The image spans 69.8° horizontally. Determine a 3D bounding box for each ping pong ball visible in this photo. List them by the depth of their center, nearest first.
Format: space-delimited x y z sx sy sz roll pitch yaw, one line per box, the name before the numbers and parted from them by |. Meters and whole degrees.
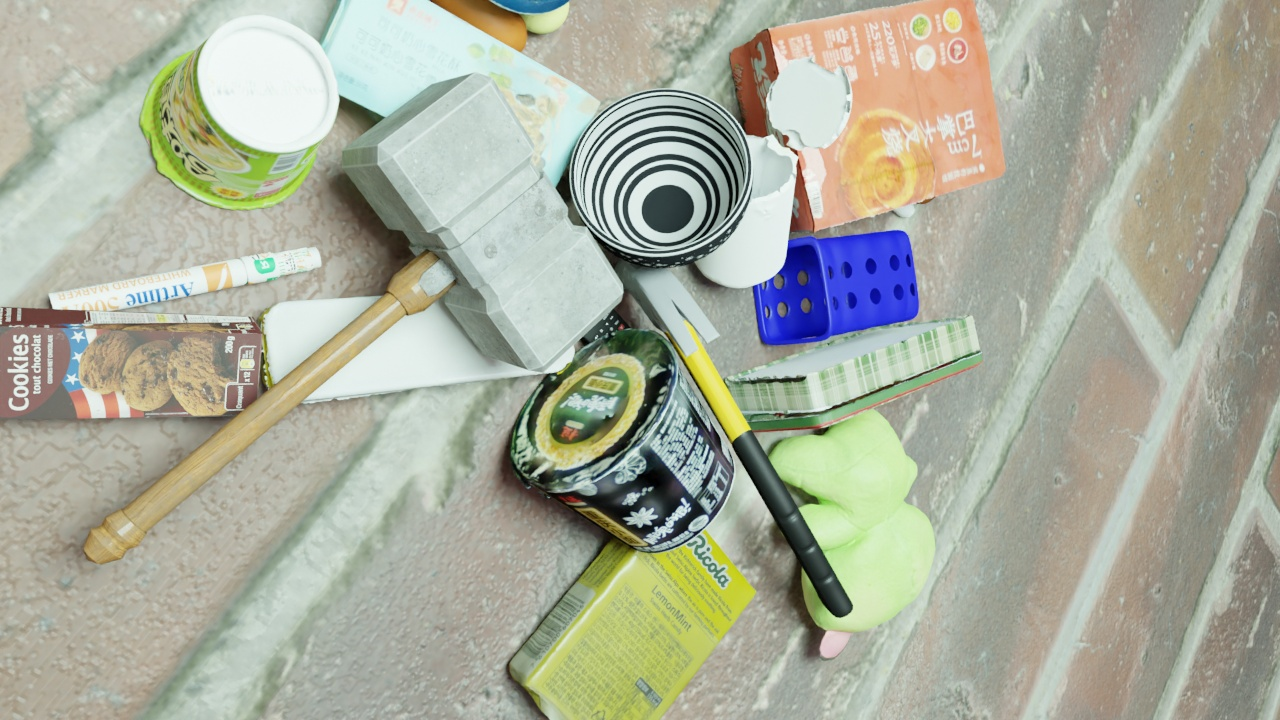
ping pong ball | -0.071 -0.253 0.650 0.040 0.040 0.040 0 90 -33

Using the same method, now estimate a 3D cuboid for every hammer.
hammer | -0.172 -0.004 0.517 0.317 0.083 0.163 -44 120 -20
hammer | 0.079 0.064 0.688 0.029 0.127 0.323 -32 105 -5

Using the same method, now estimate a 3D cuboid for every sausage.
sausage | -0.137 -0.267 0.606 0.164 0.039 0.044 48 47 -24

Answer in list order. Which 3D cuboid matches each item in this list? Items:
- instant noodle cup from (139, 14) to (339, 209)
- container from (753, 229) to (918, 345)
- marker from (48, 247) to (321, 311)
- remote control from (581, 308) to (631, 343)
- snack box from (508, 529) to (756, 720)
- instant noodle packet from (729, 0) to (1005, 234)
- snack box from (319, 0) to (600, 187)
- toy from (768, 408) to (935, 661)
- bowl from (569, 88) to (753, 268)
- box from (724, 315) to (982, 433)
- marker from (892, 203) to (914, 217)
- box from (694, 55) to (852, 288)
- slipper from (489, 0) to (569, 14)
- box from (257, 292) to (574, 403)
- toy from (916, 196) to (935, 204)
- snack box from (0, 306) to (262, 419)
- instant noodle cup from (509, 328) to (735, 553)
instant noodle cup | -0.217 -0.141 0.514 0.098 0.108 0.099 1 89 -34
container | 0.167 -0.064 0.781 0.113 0.085 0.085 -11 95 -34
marker | -0.262 -0.047 0.539 0.145 0.017 0.017 -17 99 -32
remote control | -0.004 0.004 0.709 0.147 0.015 0.033 47 66 -24
snack box | -0.005 0.202 0.693 0.180 0.045 0.121 -48 116 -21
instant noodle packet | 0.205 -0.210 0.767 0.220 0.084 0.164 -17 99 -13
snack box | -0.118 -0.179 0.597 0.174 0.053 0.075 22 106 -33
toy | 0.192 0.143 0.791 0.149 0.107 0.197 -26 95 -32
bowl | 0.016 -0.115 0.625 0.120 0.066 0.120 -2 74 6
box | 0.181 0.010 0.771 0.205 0.118 0.051 -18 98 -34
marker | 0.210 -0.170 0.847 0.133 0.017 0.020 31 36 -29
box | 0.094 -0.140 0.692 0.125 0.084 0.156 -30 149 -16
slipper | -0.076 -0.352 0.639 0.118 0.060 0.294 25 63 -36
box | -0.141 -0.013 0.607 0.209 0.037 0.064 -6 92 -33
toy | 0.242 -0.212 0.849 0.127 0.065 0.094 38 41 -16
snack box | -0.287 0.002 0.504 0.140 0.032 0.051 1 110 -33
instant noodle cup | -0.004 0.064 0.645 0.112 0.137 0.137 48 65 -33
